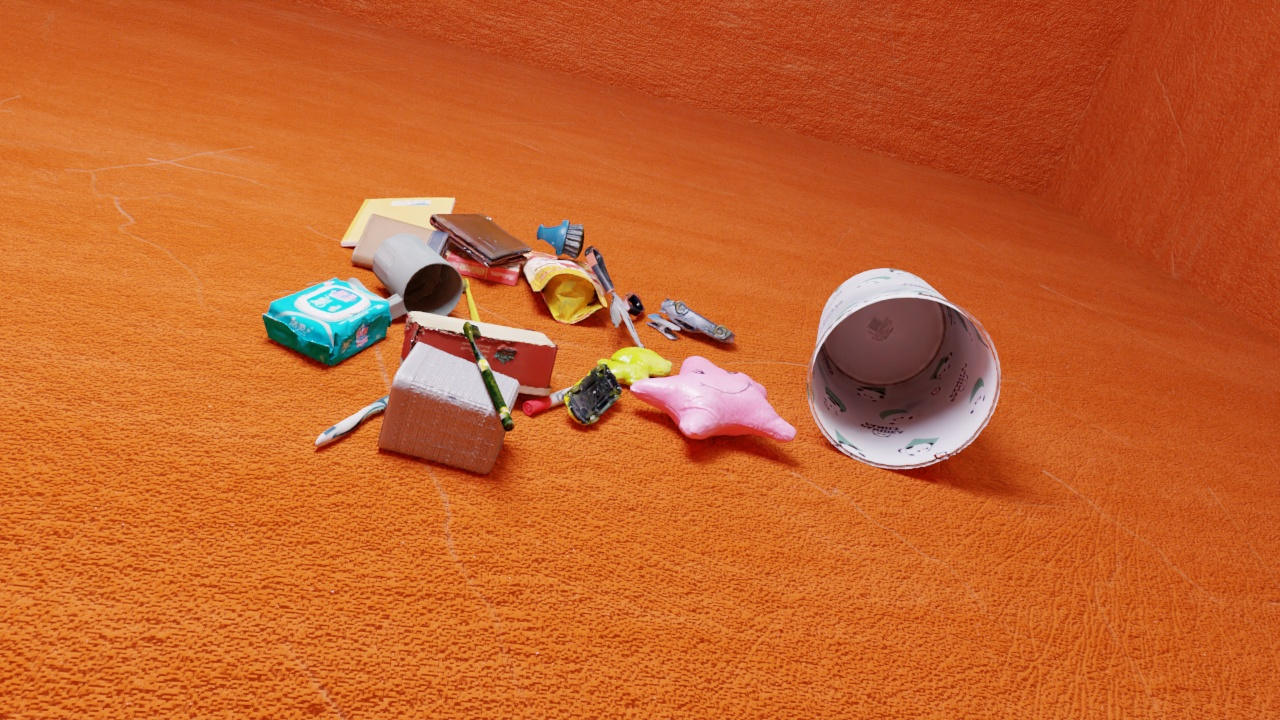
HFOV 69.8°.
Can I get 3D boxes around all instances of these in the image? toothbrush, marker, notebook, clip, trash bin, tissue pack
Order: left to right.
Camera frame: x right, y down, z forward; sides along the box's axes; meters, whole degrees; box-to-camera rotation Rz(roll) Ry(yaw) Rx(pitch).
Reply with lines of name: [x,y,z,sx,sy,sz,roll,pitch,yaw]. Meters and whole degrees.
tissue pack: [-0.358,-0.047,1.057,0.093,0.050,0.133,23,26,10]
toothbrush: [-0.273,0.051,0.955,0.018,0.016,0.191,33,27,8]
notebook: [-0.363,-0.214,1.398,0.146,0.010,0.206,-2,27,-5]
toothbrush: [-0.226,-0.064,1.217,0.016,0.016,0.190,2,29,-20]
toothbrush: [-0.151,0.013,0.917,0.017,0.012,0.185,20,23,-34]
marker: [-0.085,0.040,1.093,0.017,0.017,0.144,32,29,28]
clip: [0.035,-0.050,1.350,0.058,0.036,0.025,32,27,36]
trash bin: [0.339,-0.008,1.236,0.229,0.230,0.251,19,20,3]

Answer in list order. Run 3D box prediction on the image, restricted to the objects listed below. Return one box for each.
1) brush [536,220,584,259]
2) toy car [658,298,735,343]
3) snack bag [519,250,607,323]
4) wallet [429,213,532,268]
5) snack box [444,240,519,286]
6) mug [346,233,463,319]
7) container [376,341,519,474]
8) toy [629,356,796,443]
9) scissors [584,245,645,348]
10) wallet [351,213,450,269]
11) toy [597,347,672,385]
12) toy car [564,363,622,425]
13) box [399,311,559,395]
brush: [-0.122,-0.188,1.399,0.073,0.055,0.144,14,7,-5]
toy car: [0.084,-0.056,1.363,0.120,0.037,0.054,27,4,2]
snack bag: [-0.113,-0.120,1.362,0.128,0.073,0.207,10,19,-13]
wallet: [-0.234,-0.180,1.346,0.124,0.032,0.101,35,25,17]
snack box: [-0.256,-0.152,1.362,0.153,0.025,0.075,12,25,-11]
mug: [-0.307,-0.101,1.181,0.123,0.084,0.103,-28,45,-23]
container: [-0.190,0.051,0.926,0.114,0.090,0.090,19,26,-5]
toy: [0.080,0.044,1.120,0.194,0.075,0.178,5,28,-22]
scissors: [-0.032,-0.090,1.315,0.189,0.015,0.226,55,14,7]
wallet: [-0.333,-0.155,1.280,0.115,0.033,0.090,16,62,-3]
toy: [-0.007,0.007,1.192,0.096,0.031,0.100,15,26,-1]
toy car: [-0.059,0.042,1.077,0.048,0.032,0.105,59,33,-8]
box: [-0.183,-0.016,1.048,0.168,0.078,0.091,9,11,-22]
